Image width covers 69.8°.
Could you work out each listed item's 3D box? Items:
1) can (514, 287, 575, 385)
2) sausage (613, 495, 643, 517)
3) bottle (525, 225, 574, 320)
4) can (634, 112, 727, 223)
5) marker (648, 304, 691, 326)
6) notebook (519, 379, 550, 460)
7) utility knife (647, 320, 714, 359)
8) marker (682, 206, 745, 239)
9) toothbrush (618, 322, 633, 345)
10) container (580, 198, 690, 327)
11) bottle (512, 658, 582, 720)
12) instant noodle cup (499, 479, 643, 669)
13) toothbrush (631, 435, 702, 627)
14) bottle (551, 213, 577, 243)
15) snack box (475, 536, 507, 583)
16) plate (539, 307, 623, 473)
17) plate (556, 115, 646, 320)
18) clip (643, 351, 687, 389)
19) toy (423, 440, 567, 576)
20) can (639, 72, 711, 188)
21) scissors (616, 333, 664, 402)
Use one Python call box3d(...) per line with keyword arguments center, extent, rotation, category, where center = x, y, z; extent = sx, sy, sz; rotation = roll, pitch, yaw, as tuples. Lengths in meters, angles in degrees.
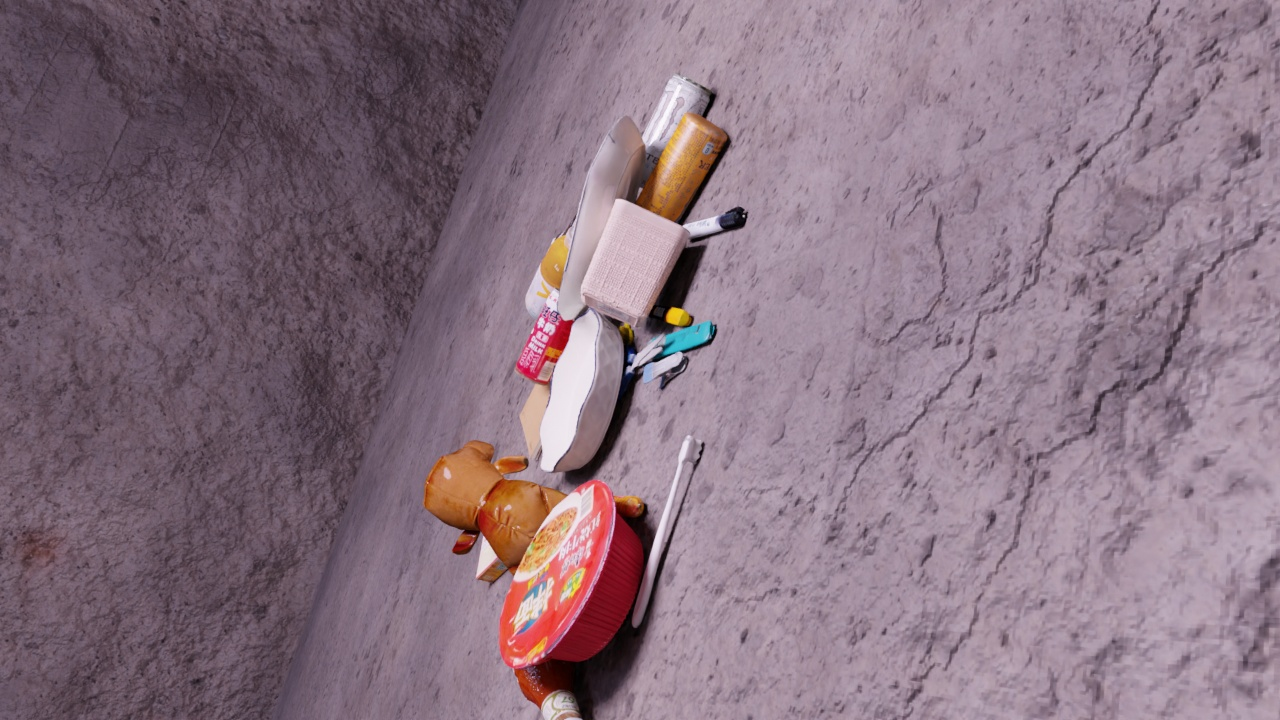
box3d(center=(-0.128, -0.034, 1.303), extent=(0.133, 0.053, 0.053), rotation=(-63, 21, 10), category="can")
box3d(center=(-0.034, 0.153, 0.966), extent=(0.165, 0.021, 0.021), rotation=(-16, 55, 64), category="sausage")
box3d(center=(-0.115, -0.126, 1.338), extent=(0.190, 0.068, 0.067), rotation=(125, 157, -53), category="bottle")
box3d(center=(0.043, -0.216, 1.086), extent=(0.146, 0.058, 0.058), rotation=(-59, 23, 24), category="can")
box3d(center=(0.030, -0.051, 1.020), extent=(0.018, 0.015, 0.124), rotation=(-66, 18, 0), category="marker")
box3d(center=(-0.119, 0.022, 1.319), extent=(0.212, 0.012, 0.149), rotation=(-63, 21, 13), category="notebook")
box3d(center=(0.038, -0.021, 0.970), extent=(0.151, 0.012, 0.029), rotation=(-17, 56, 64), category="utility knife")
box3d(center=(0.077, -0.147, 0.993), extent=(0.022, 0.018, 0.131), rotation=(-63, 20, -10), category="marker")
box3d(center=(-0.025, -0.081, 1.177), extent=(0.016, 0.016, 0.189), rotation=(-55, 24, 31), category="toothbrush")
box3d(center=(-0.010, -0.104, 1.024), extent=(0.090, 0.090, 0.111), rotation=(119, 176, -84), category="container")
box3d(center=(-0.089, 0.312, 0.896), extent=(0.060, 0.059, 0.206), rotation=(-67, 21, 4), category="bottle")
box3d(center=(-0.059, 0.213, 0.882), extent=(0.194, 0.066, 0.193), rotation=(-48, 22, 27), category="instant noodle cup")
box3d(center=(0.023, 0.156, 0.836), extent=(0.016, 0.016, 0.180), rotation=(-178, 107, -73), category="toothbrush")
box3d(center=(-0.094, -0.190, 1.418), extent=(0.195, 0.044, 0.079), rotation=(-4, 68, 68), category="bottle")
box3d(center=(-0.176, 0.233, 1.227), extent=(0.156, 0.027, 0.076), rotation=(-47, 30, 44), category="snack box")
box3d(center=(-0.071, 0.039, 1.107), extent=(0.205, 0.045, 0.205), rotation=(-165, 91, -74), category="plate")
box3d(center=(-0.042, -0.165, 1.124), extent=(0.161, 0.034, 0.266), rotation=(-57, -14, -57), category="plate")
box3d(center=(0.029, 0.008, 0.959), extent=(0.058, 0.045, 0.027), rotation=(-35, 37, 46), category="clip")
box3d(center=(-0.164, 0.182, 1.103), extent=(0.200, 0.130, 0.140), rotation=(21, 95, 35), category="toy")
box3d(center=(0.035, -0.288, 1.174), extent=(0.147, 0.058, 0.058), rotation=(-63, 21, 14), category="can")
box3d(center=(-0.004, -0.007, 1.037), extent=(0.124, 0.012, 0.174), rotation=(-88, 22, -46), category="scissors")
